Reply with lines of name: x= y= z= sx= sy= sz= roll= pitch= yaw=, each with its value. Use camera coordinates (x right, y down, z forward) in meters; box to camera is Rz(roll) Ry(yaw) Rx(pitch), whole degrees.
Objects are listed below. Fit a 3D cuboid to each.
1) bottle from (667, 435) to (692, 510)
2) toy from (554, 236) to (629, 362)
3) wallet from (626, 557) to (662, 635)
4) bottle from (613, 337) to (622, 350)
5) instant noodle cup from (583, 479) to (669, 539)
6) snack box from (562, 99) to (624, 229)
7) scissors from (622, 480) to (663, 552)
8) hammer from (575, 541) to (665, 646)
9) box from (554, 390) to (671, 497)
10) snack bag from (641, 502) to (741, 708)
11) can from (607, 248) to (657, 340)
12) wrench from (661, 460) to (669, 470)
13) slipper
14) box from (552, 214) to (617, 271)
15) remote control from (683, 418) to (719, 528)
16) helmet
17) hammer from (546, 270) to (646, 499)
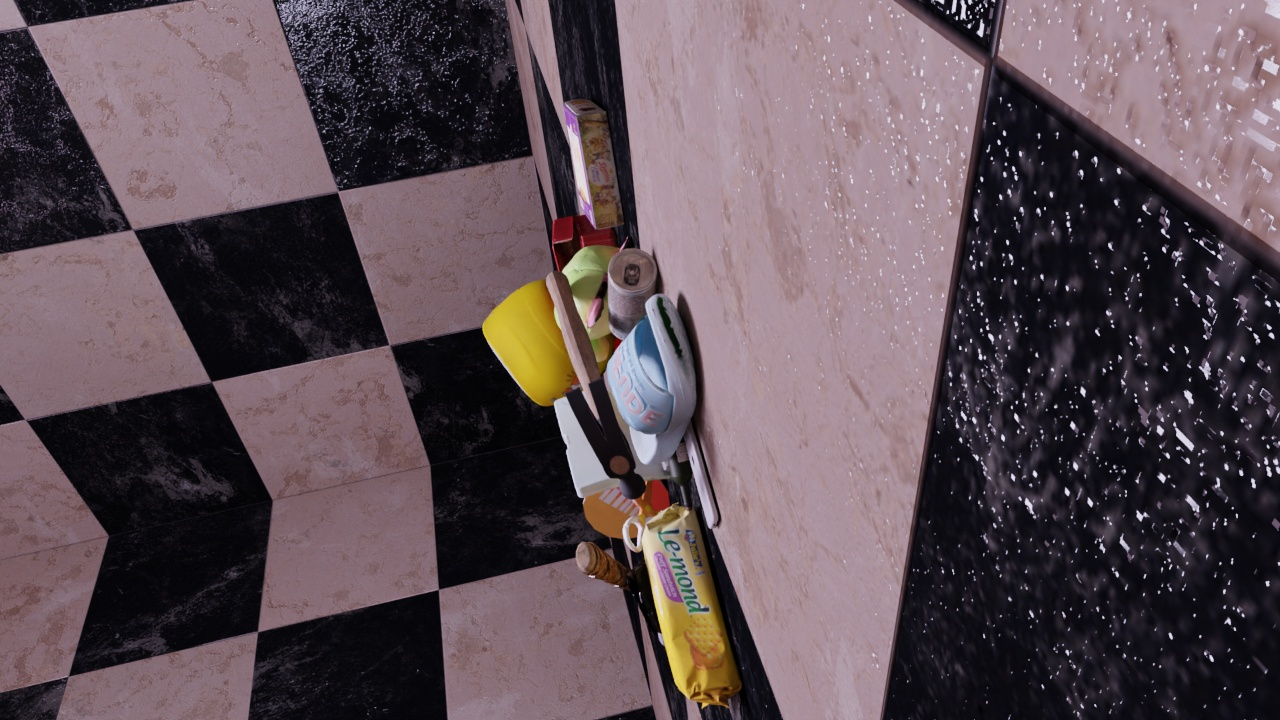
bottle: x=0.045 y=0.119 z=1.044 sx=0.025 sy=0.025 sz=0.106 roll=151 pitch=107 yaw=-83
toy: x=-0.064 y=-0.081 z=1.200 sx=0.197 sy=0.107 sz=0.150 roll=92 pitch=-164 yaw=-67
wallet: x=0.028 y=0.296 z=1.199 sx=0.114 sy=0.026 sz=0.089 roll=-26 pitch=-88 yaw=-58
bottle: x=-0.007 y=0.007 z=1.234 sx=0.119 sy=0.036 sz=0.036 roll=-112 pitch=12 yaw=-52
instant noodle cup: x=-0.024 y=0.180 z=1.378 sx=0.121 sy=0.123 sz=0.123 roll=-98 pitch=0 yaw=-61
snack box: x=-0.063 y=-0.260 z=1.204 sx=0.143 sy=0.040 sz=0.148 roll=-117 pitch=17 yaw=-66
scissors: x=0.005 y=0.202 z=1.209 sx=0.125 sy=0.127 sz=0.011 roll=47 pitch=133 yaw=-2
hammer: x=-0.006 y=0.302 z=1.240 sx=0.319 sy=0.049 sz=0.121 roll=46 pitch=-152 yaw=-55
box: x=-0.040 y=0.103 z=1.254 sx=0.196 sy=0.134 sz=0.041 roll=-111 pitch=9 yaw=-53
snack bag: x=0.055 y=0.294 z=1.094 sx=0.160 sy=0.068 sz=0.247 roll=105 pitch=152 yaw=-73
can: x=-0.010 y=-0.071 z=1.042 sx=0.136 sy=0.054 sz=0.054 roll=94 pitch=163 yaw=-66
wrench: x=0.009 y=0.059 z=1.261 sx=0.273 sy=0.018 sz=0.084 roll=-115 pitch=15 yaw=-63
slipper: x=0.006 y=0.034 z=0.948 sx=0.246 sy=0.074 sz=0.104 roll=100 pitch=156 yaw=-55
box: x=-0.074 y=-0.131 z=1.365 sx=0.129 sy=0.092 sz=0.158 roll=-110 pitch=7 yaw=-63
remote control: x=0.059 y=0.104 z=0.969 sx=0.045 sy=0.008 sz=0.146 roll=94 pitch=163 yaw=-65
helmet: x=-0.122 y=-0.054 z=1.515 sx=0.209 sy=0.239 sz=0.140 roll=53 pitch=133 yaw=10
hammer: x=-0.063 y=0.000 z=1.011 sx=0.132 sy=0.040 sz=0.305 roll=66 pitch=-178 yaw=-46
